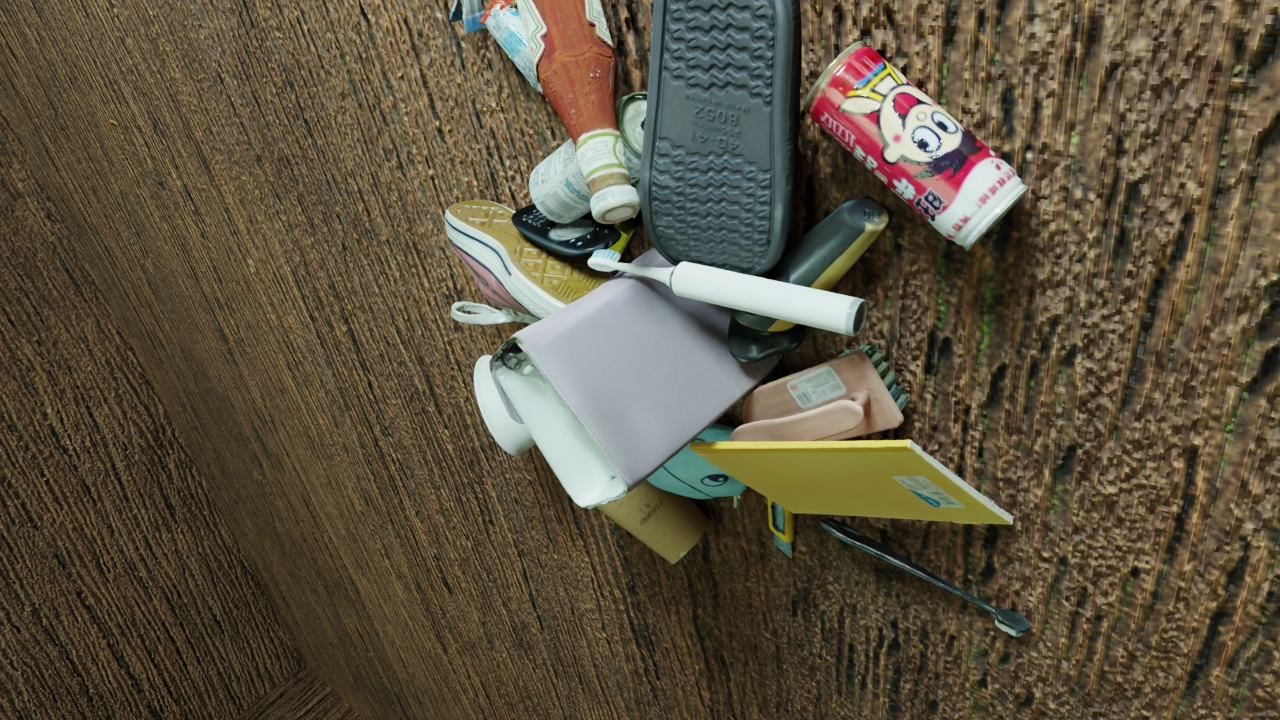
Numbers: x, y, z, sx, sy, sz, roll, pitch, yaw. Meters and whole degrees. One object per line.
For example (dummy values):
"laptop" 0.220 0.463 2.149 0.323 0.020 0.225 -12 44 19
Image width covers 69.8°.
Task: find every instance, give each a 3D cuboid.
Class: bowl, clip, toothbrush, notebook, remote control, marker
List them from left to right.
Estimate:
"clip" -0.147 -0.310 0.775 0.044 0.027 0.058 42 144 29
"bowl" -0.123 0.039 1.002 0.065 0.118 0.118 -22 106 15
"remote control" -0.067 -0.113 0.818 0.136 0.053 0.024 30 140 46
"marker" -0.006 -0.126 0.782 0.018 0.015 0.124 53 143 16
"toothbrush" 0.054 -0.054 0.667 0.221 0.026 0.027 15 147 29
"notebook" 0.157 0.094 0.712 0.146 0.010 0.207 33 155 -34
"toothbrush" 0.230 0.176 0.758 0.181 0.015 0.018 27 148 25

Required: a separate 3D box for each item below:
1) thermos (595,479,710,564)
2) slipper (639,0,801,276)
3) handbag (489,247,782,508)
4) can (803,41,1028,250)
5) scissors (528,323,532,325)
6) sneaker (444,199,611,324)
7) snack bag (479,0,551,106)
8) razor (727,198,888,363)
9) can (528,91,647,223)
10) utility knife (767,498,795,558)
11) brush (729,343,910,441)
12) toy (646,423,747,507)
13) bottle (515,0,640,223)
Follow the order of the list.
"thermos" 0.000 0.139 0.944 0.143 0.092 0.093 43 145 2
"slipper" 0.065 -0.163 0.610 0.111 0.083 0.269 21 143 18
"handbag" -0.004 0.004 0.732 0.145 0.196 0.099 58 145 -5
"can" 0.164 -0.128 0.549 0.133 0.053 0.053 45 145 11
"scissors" -0.041 0.009 0.890 0.224 0.015 0.189 42 120 24
"sneaker" -0.109 -0.073 0.865 0.241 0.118 0.088 35 133 40
"snack bag" -0.097 -0.261 0.757 0.105 0.026 0.045 51 136 1
"razor" 0.121 -0.057 0.670 0.067 0.062 0.168 25 141 -13
"can" -0.033 -0.161 0.743 0.147 0.058 0.058 -20 104 54
"utility knife" 0.129 0.118 0.834 0.033 0.015 0.178 22 135 36
"brush" 0.130 0.038 0.710 0.146 0.072 0.063 -23 102 51
"toy" 0.033 0.086 0.859 0.162 0.049 0.156 -21 123 34
"bottle" -0.042 -0.197 0.658 0.060 0.059 0.206 -36 66 55
